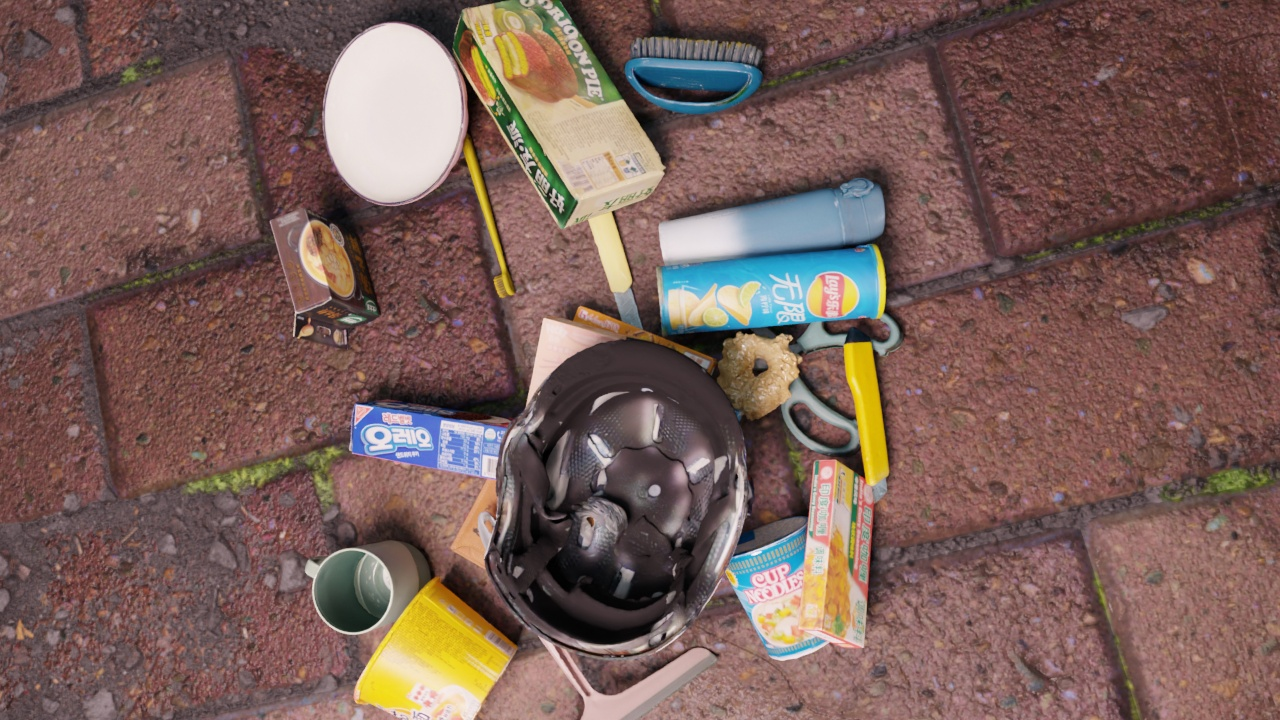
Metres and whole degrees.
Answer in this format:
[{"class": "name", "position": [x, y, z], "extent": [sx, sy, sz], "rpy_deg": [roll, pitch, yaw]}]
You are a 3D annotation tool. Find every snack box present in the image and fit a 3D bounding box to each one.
[{"class": "snack box", "position": [0.181, 0.176, 0.841], "extent": [0.027, 0.077, 0.155], "rpy_deg": [-11, 59, 40]}, {"class": "snack box", "position": [-0.072, 0.040, 0.929], "extent": [0.084, 0.026, 0.157], "rpy_deg": [16, 103, 13]}, {"class": "snack box", "position": [-0.086, -0.260, 0.940], "extent": [0.114, 0.063, 0.240], "rpy_deg": [-26, 78, -30]}, {"class": "snack box", "position": [-0.196, 0.080, 0.934], "extent": [0.208, 0.058, 0.057], "rpy_deg": [7, 96, 21]}, {"class": "snack box", "position": [-0.331, -0.084, 0.968], "extent": [0.053, 0.113, 0.125], "rpy_deg": [-21, 81, 8]}, {"class": "snack box", "position": [-0.006, 0.005, 0.939], "extent": [0.154, 0.026, 0.075], "rpy_deg": [22, 93, 13]}]

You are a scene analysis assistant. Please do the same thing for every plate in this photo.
[{"class": "plate", "position": [-0.259, -0.264, 0.993], "extent": [0.193, 0.039, 0.192], "rpy_deg": [3, 97, 26]}]

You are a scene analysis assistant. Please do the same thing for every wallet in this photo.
[{"class": "wallet", "position": [-0.116, 0.180, 0.944], "extent": [0.132, 0.031, 0.108], "rpy_deg": [28, 88, 13]}]

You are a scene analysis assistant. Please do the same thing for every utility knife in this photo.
[{"class": "utility knife", "position": [0.216, 0.051, 0.880], "extent": [0.033, 0.015, 0.170], "rpy_deg": [-3, 82, -25]}, {"class": "utility knife", "position": [-0.033, -0.113, 0.963], "extent": [0.031, 0.022, 0.212], "rpy_deg": [-19, 80, 12]}]

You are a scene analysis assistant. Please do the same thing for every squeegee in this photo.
[{"class": "squeegee", "position": [-0.091, 0.254, 0.888], "extent": [0.247, 0.040, 0.249], "rpy_deg": [-26, 72, -29]}]

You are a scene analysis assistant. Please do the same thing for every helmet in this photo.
[{"class": "helmet", "position": [-0.010, 0.129, 0.846], "extent": [0.230, 0.157, 0.274], "rpy_deg": [11, 82, 13]}]

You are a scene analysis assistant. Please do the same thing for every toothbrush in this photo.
[{"class": "toothbrush", "position": [-0.169, -0.158, 0.996], "extent": [0.017, 0.015, 0.190], "rpy_deg": [-19, 81, 15]}]

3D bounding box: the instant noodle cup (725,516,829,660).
[{"class": "instant noodle cup", "position": [0.134, 0.216, 0.865], "extent": [0.099, 0.099, 0.110], "rpy_deg": [-23, 88, 7]}]

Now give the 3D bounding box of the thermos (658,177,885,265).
[{"class": "thermos", "position": [0.129, -0.130, 0.911], "extent": [0.221, 0.070, 0.070], "rpy_deg": [-11, 82, 10]}]

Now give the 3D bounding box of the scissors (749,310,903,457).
[{"class": "scissors", "position": [0.179, 0.023, 0.910], "extent": [0.170, 0.019, 0.181], "rpy_deg": [-7, 84, 8]}]

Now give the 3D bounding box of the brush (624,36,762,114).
[{"class": "brush", "position": [0.054, -0.292, 0.947], "extent": [0.144, 0.055, 0.073], "rpy_deg": [6, 85, 11]}]

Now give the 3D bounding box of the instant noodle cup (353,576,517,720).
[{"class": "instant noodle cup", "position": [-0.194, 0.299, 0.898], "extent": [0.110, 0.138, 0.138], "rpy_deg": [32, 90, 3]}]

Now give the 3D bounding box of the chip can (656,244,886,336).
[{"class": "chip can", "position": [0.122, -0.067, 0.880], "extent": [0.210, 0.071, 0.071], "rpy_deg": [-5, 83, 2]}]

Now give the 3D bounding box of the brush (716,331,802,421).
[{"class": "brush", "position": [0.080, 0.084, 0.908], "extent": [0.083, 0.045, 0.255], "rpy_deg": [26, 99, 12]}]

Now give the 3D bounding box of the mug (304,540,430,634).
[{"class": "mug", "position": [-0.279, 0.222, 0.929], "extent": [0.112, 0.106, 0.082], "rpy_deg": [16, 88, 11]}]
